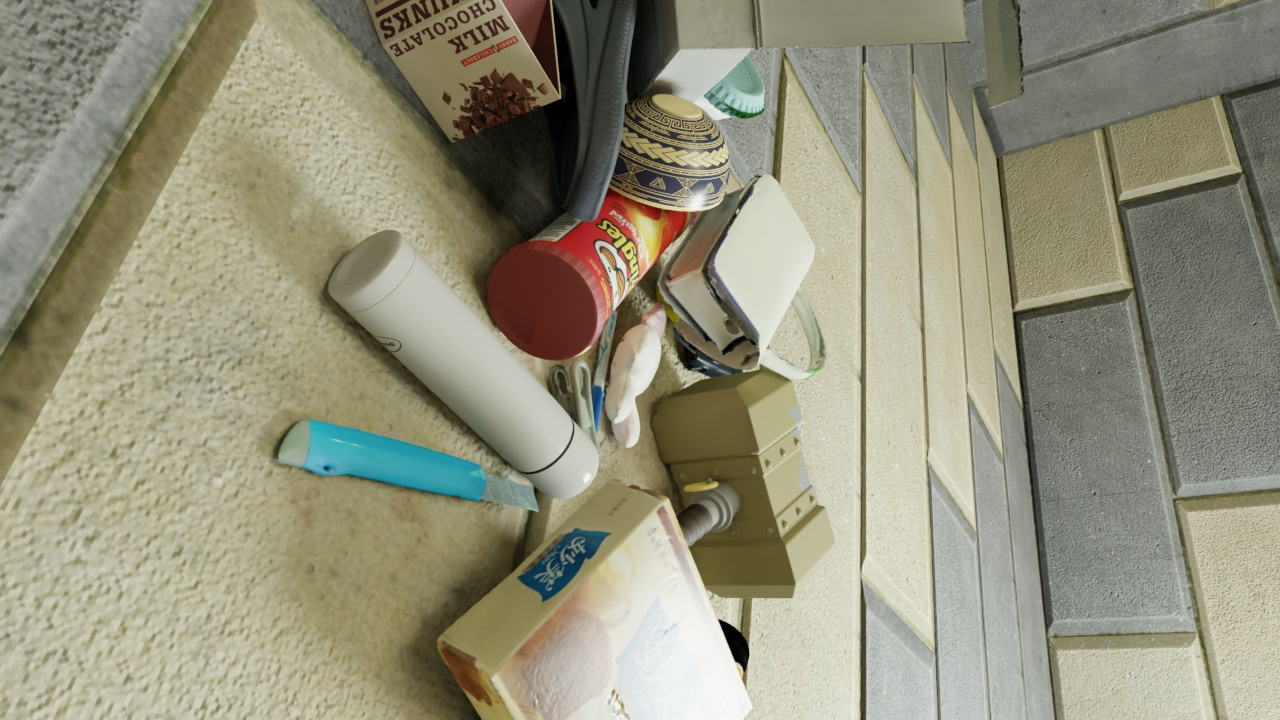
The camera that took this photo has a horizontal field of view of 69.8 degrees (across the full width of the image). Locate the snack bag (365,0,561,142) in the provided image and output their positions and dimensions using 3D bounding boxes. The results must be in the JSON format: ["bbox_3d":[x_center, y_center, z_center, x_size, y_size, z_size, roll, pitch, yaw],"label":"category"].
[{"bbox_3d":[-0.125,-0.256,0.597,0.069,0.095,0.206,-39,113,-57],"label":"snack bag"}]

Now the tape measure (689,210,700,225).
[{"bbox_3d":[0.055,-0.165,0.948,0.059,0.019,0.051,18,66,-49],"label":"tape measure"}]

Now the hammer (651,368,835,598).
[{"bbox_3d":[0.026,0.141,0.724,0.323,0.101,0.190,-25,101,-52],"label":"hammer"}]

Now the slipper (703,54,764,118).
[{"bbox_3d":[0.035,-0.343,0.844,0.276,0.070,0.115,54,35,4],"label":"slipper"}]

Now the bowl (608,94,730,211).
[{"bbox_3d":[0.020,-0.171,0.716,0.112,0.112,0.061,-50,161,-54],"label":"bowl"}]

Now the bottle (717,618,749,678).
[{"bbox_3d":[0.030,0.277,0.703,0.181,0.059,0.059,-47,120,-55],"label":"bottle"}]

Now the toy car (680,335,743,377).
[{"bbox_3d":[0.076,-0.005,0.909,0.112,0.034,0.046,22,61,-56],"label":"toy car"}]

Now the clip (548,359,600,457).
[{"bbox_3d":[-0.049,0.038,0.686,0.023,0.043,0.076,3,77,-61],"label":"clip"}]

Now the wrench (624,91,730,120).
[{"bbox_3d":[0.023,-0.240,0.838,0.272,0.018,0.066,-34,117,-52],"label":"wrench"}]

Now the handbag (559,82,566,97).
[{"bbox_3d":[-0.023,-0.266,0.824,0.185,0.047,0.124,23,61,-55],"label":"handbag"}]

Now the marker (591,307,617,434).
[{"bbox_3d":[-0.033,0.014,0.739,0.013,0.013,0.141,45,42,-43],"label":"marker"}]

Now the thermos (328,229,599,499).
[{"bbox_3d":[-0.101,0.013,0.582,0.224,0.052,0.052,51,39,-38],"label":"thermos"}]

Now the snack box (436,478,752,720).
[{"bbox_3d":[-0.017,0.202,0.582,0.153,0.055,0.207,-41,124,-32],"label":"snack box"}]

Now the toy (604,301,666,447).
[{"bbox_3d":[-0.004,0.004,0.748,0.076,0.037,0.125,89,15,-62],"label":"toy"}]

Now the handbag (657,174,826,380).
[{"bbox_3d":[0.101,-0.051,0.800,0.176,0.074,0.150,50,49,-23],"label":"handbag"}]

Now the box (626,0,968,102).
[{"bbox_3d":[0.164,-0.299,0.562,0.233,0.530,0.167,-9,95,-57],"label":"box"}]

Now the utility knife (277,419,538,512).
[{"bbox_3d":[-0.128,0.069,0.552,0.206,0.015,0.031,26,59,-49],"label":"utility knife"}]

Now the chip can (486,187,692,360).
[{"bbox_3d":[-0.030,-0.086,0.707,0.087,0.087,0.212,66,31,-20],"label":"chip can"}]

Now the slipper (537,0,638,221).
[{"bbox_3d":[-0.054,-0.221,0.665,0.083,0.111,0.267,9,61,-13],"label":"slipper"}]

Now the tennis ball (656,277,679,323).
[{"bbox_3d":[0.048,-0.064,0.852,0.065,0.066,0.065,29,55,-53],"label":"tennis ball"}]
